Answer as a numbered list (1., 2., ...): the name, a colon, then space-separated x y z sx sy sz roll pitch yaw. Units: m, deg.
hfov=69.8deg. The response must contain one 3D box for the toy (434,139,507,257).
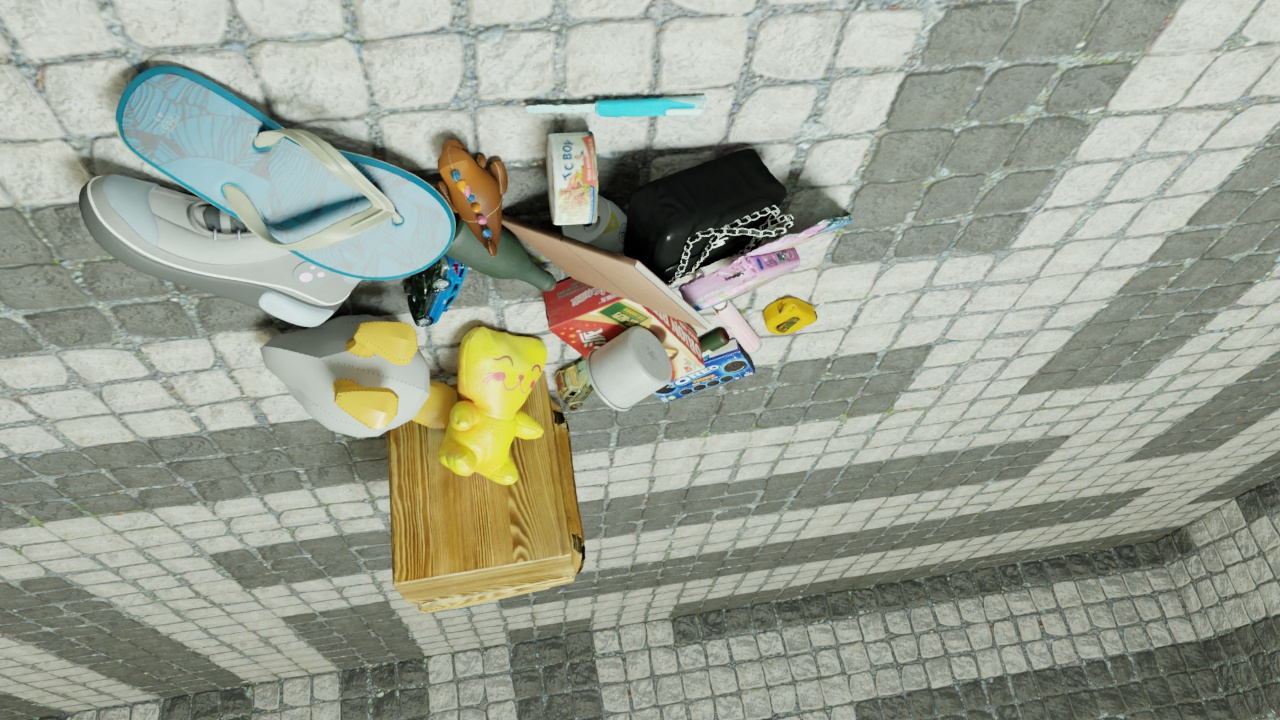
1. toy: -0.157 -0.151 0.856 0.070 0.103 0.090 -20 158 4

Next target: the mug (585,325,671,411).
1. mug: -0.007 0.006 1.107 0.071 0.084 0.113 -32 175 29

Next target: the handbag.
1. handbag: 0.070 -0.125 0.929 0.153 0.114 0.125 -28 159 -26

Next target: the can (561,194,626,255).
1. can: -0.033 -0.128 0.981 0.064 0.064 0.127 -22 151 20

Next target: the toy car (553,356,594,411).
1. toy car: -0.092 0.031 1.276 0.047 0.047 0.112 1 150 -32

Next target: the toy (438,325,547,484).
1. toy: -0.190 0.057 1.173 0.088 0.194 0.134 12 180 44

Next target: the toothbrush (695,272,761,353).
1. toothbrush: 0.114 -0.061 1.202 0.027 0.026 0.222 20 168 32

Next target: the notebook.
1. notebook: -0.040 -0.092 0.941 0.209 0.008 0.141 24 172 41

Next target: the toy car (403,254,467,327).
1. toy car: -0.224 -0.083 1.006 0.043 0.056 0.120 -8 152 -36

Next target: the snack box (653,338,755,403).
1. snack box: 0.085 0.016 1.335 0.150 0.027 0.082 -20 151 17

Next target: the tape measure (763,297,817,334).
1. tape measure: 0.195 -0.058 1.235 0.059 0.030 0.068 -34 145 33

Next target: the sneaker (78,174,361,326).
1. sneaker: -0.355 -0.131 0.847 0.161 0.093 0.256 -35 144 24

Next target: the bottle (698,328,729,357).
1. bottle: 0.077 -0.013 1.280 0.106 0.025 0.025 -29 148 30

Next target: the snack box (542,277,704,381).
1. snack box: -0.016 -0.037 1.162 0.113 0.060 0.236 -20 151 18

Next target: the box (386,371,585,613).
1. box: -0.210 0.182 1.278 0.247 0.278 0.176 -10 149 -2

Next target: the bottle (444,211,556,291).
1. bottle: -0.149 -0.112 0.981 0.055 0.055 0.174 -25 151 25

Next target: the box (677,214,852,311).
1. box: 0.148 -0.110 1.005 0.160 0.035 0.229 -27 179 24

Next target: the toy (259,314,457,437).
1. toy: -0.327 0.022 1.094 0.246 0.140 0.268 18 169 -16

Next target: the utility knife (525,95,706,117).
1. utility knife: -0.021 -0.232 0.839 0.168 0.015 0.022 -4 152 -16

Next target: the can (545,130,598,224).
1. can: -0.064 -0.172 0.864 0.043 0.086 0.086 -4 152 -9

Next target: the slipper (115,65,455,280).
1. slipper: -0.294 -0.144 0.790 0.294 0.060 0.118 27 107 -36
